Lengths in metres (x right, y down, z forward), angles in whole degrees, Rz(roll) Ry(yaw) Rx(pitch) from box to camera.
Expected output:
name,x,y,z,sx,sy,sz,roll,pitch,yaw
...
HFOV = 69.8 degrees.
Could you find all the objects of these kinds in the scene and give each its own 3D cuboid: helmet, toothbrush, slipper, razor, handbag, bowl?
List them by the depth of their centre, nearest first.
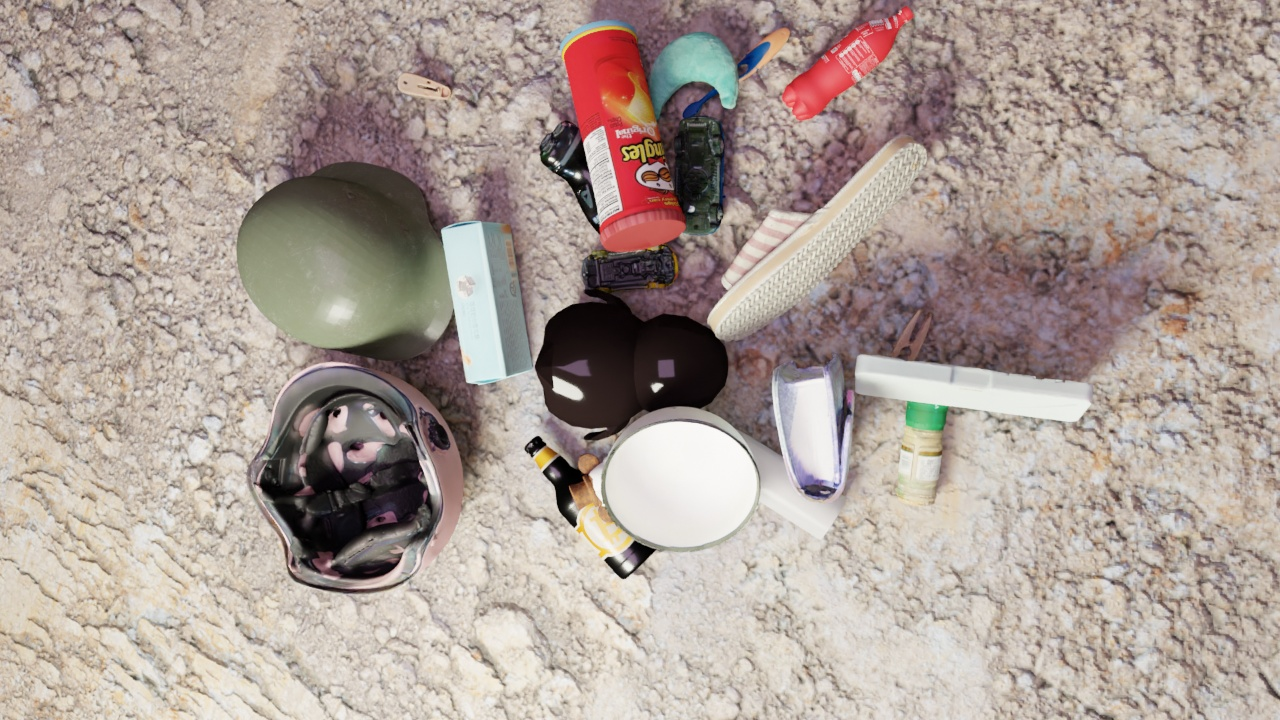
name,x,y,z,sx,sy,sz,roll,pitch,yaw
handbag,0.174,0.061,0.880,0.069,0.158,0.126,-9,92,14
slipper,0.162,-0.122,0.892,0.263,0.115,0.052,-44,64,15
bowl,0.040,0.108,0.905,0.153,0.072,0.154,2,117,3
toothbrush,0.097,-0.292,0.938,0.135,0.017,0.021,-37,89,14
razor,-0.057,-0.183,0.968,0.053,0.063,0.140,-28,94,47
helmet,-0.340,-0.105,1.013,0.268,0.153,0.227,32,104,11
helmet,-0.299,0.123,1.028,0.230,0.152,0.255,-24,88,20

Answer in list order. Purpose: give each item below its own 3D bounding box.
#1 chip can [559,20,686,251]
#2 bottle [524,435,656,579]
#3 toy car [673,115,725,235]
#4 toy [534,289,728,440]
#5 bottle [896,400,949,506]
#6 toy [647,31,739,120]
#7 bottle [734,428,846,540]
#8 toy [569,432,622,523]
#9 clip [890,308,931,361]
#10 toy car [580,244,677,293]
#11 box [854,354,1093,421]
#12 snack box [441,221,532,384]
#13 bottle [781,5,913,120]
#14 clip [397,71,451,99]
name,x,y,z,sx,sy,sz,roll,pitch,yaw
chip can,-0.019,-0.223,0.922,0.087,0.087,0.213,-16,79,17
bottle,-0.060,0.155,1.010,0.181,0.059,0.059,46,106,7
toy car,0.063,-0.189,0.943,0.056,0.043,0.120,4,100,16
toy,-0.005,0.006,0.933,0.184,0.140,0.159,1,91,15
bottle,0.281,0.088,0.912,0.043,0.043,0.111,6,99,15
toy,0.052,-0.291,0.935,0.105,0.033,0.085,-3,85,31
bottle,0.116,0.111,0.957,0.195,0.052,0.052,32,104,11
toy,-0.019,0.123,0.973,0.112,0.067,0.087,-22,89,-8
clip,0.273,-0.020,0.911,0.061,0.026,0.049,-32,88,19
toy car,-0.013,-0.098,0.983,0.107,0.030,0.049,-4,96,15
box,0.300,0.028,0.849,0.197,0.136,0.044,9,85,15
snack box,-0.167,-0.065,1.009,0.053,0.074,0.174,-8,94,16
bottle,0.202,-0.290,0.892,0.142,0.041,0.042,-38,85,17
clip,-0.240,-0.304,1.023,0.049,0.060,0.026,27,104,40
